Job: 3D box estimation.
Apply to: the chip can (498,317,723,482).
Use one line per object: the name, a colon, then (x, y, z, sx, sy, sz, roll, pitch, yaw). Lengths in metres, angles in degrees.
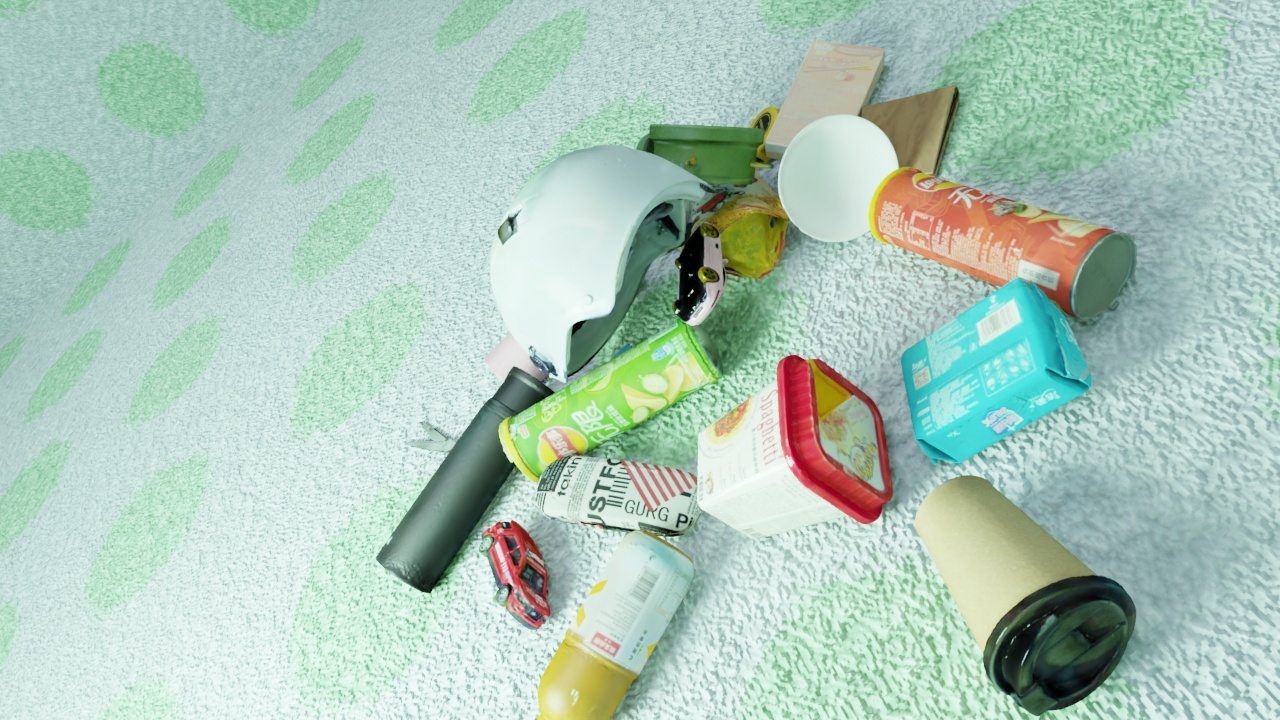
chip can: (-0.026, 0.037, 0.888, 0.221, 0.072, 0.072, -30, 40, 10)

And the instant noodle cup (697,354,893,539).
instant noodle cup: (0.114, 0.077, 0.718, 0.124, 0.116, 0.116, -32, 39, 34)

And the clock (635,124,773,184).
clock: (0.060, -0.213, 0.946, 0.161, 0.116, 0.056, -146, 57, -66)

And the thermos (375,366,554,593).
thermos: (-0.175, 0.124, 0.967, 0.068, 0.090, 0.242, 33, 80, 9)

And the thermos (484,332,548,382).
thermos: (-0.088, -0.052, 1.045, 0.198, 0.067, 0.087, -45, 34, 2)

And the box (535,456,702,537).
box: (-0.021, 0.120, 0.826, 0.164, 0.052, 0.068, 0, 44, 25)

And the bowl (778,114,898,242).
bowl: (0.183, -0.179, 0.894, 0.118, 0.118, 0.064, -41, 16, 5)

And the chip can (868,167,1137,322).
chip can: (0.284, -0.100, 0.746, 0.073, 0.073, 0.216, -48, 38, -3)

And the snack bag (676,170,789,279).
snack bag: (0.087, -0.159, 0.996, 0.129, 0.073, 0.207, -39, 31, 9)

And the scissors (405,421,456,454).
scissors: (-0.221, 0.099, 1.074, 0.163, 0.014, 0.164, -33, 37, 17)

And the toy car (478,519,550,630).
toy car: (-0.114, 0.196, 0.855, 0.045, 0.053, 0.120, -39, 37, 4)

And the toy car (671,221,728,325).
toy car: (0.058, -0.081, 0.866, 0.056, 0.037, 0.122, -50, 23, 37)

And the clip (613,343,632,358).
clip: (-0.006, 0.007, 0.958, 0.026, 0.038, 0.058, -40, 37, 3)

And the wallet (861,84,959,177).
wallet: (0.260, -0.220, 0.921, 0.101, 0.020, 0.115, -3, 57, 42)

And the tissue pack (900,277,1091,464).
tissue pack: (0.253, 0.011, 0.675, 0.134, 0.050, 0.093, -40, 34, 39)

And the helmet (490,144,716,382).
helmet: (-0.060, -0.104, 0.885, 0.228, 0.146, 0.259, -51, -2, -24)

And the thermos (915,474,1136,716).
thermos: (0.232, 0.138, 0.573, 0.093, 0.093, 0.143, -38, 31, 8)

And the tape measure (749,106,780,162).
tape measure: (0.146, -0.257, 1.041, 0.057, 0.029, 0.059, -48, 33, 39)

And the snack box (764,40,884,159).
snack box: (0.201, -0.280, 0.996, 0.084, 0.026, 0.157, 16, 65, 23)

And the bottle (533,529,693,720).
bottle: (-0.027, 0.229, 0.735, 0.068, 0.068, 0.189, 15, 68, 48)
